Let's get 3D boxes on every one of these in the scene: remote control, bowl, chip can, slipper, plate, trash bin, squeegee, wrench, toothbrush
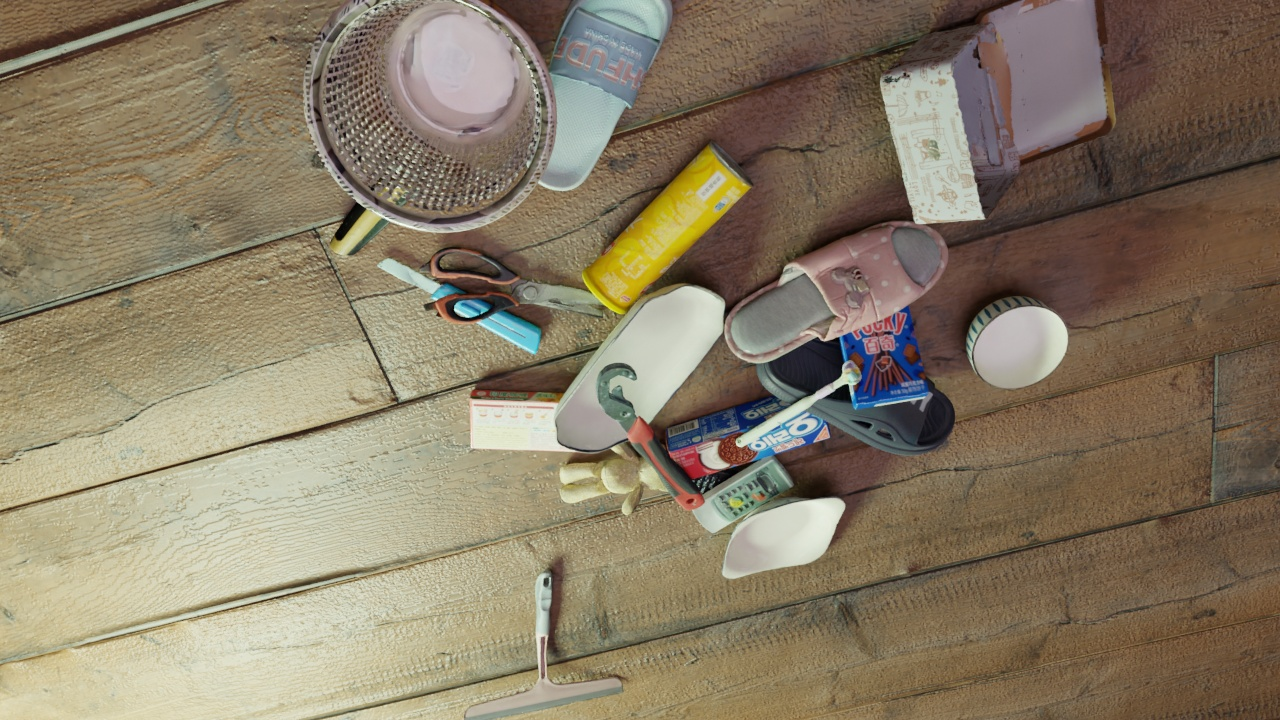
[{"bbox_3d":[0.113,0.169,1.246,0.136,0.024,0.053,14,115,-12],"label":"remote control"},{"bbox_3d":[0.454,-0.029,1.126,0.116,0.066,0.117,-1,120,-2],"label":"bowl"},{"bbox_3d":[0.028,-0.149,1.044,0.072,0.072,0.214,39,111,-20],"label":"chip can"},{"bbox_3d":[0.221,-0.081,1.068,0.275,0.114,0.054,-25,160,17],"label":"slipper"},{"bbox_3d":[0.135,0.179,1.227,0.135,0.019,0.056,-33,116,12],"label":"remote control"},{"bbox_3d":[-0.007,0.007,1.114,0.161,0.034,0.266,15,120,-48],"label":"plate"},{"bbox_3d":[-0.192,-0.265,0.904,0.227,0.191,0.228,-1,119,-1],"label":"trash bin"},{"bbox_3d":[0.274,0.033,1.120,0.268,0.110,0.083,21,154,-8],"label":"slipper"},{"bbox_3d":[0.190,0.233,1.255,0.164,0.034,0.164,-8,137,-15],"label":"plate"},{"bbox_3d":[-0.143,0.409,1.360,0.247,0.040,0.250,-5,114,-17],"label":"squeegee"},{"bbox_3d":[0.015,0.103,1.130,0.056,0.016,0.273,-23,128,10],"label":"wrench"},{"bbox_3d":[-0.054,-0.287,0.966,0.104,0.074,0.246,22,117,-12],"label":"slipper"},{"bbox_3d":[0.184,0.058,1.100,0.020,0.029,0.190,11,142,-44],"label":"toothbrush"}]

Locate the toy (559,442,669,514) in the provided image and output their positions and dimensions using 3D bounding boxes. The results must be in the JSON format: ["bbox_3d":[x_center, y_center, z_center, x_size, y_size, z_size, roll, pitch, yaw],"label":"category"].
[{"bbox_3d":[-0.033,0.154,1.218,0.157,0.066,0.105,-10,77,8],"label":"toy"}]

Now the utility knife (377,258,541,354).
[{"bbox_3d":[-0.216,-0.069,1.111,0.216,0.018,0.034,27,115,-14],"label":"utility knife"}]

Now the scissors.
[{"bbox_3d":[-0.152,-0.071,1.102,0.196,0.015,0.205,-40,106,0],"label":"scissors"}]

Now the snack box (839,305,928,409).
[{"bbox_3d":[0.281,-0.026,1.088,0.084,0.026,0.157,-9,74,3],"label":"snack box"}]

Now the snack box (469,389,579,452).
[{"bbox_3d":[-0.141,0.079,1.187,0.156,0.027,0.077,3,119,-3],"label":"snack box"}]

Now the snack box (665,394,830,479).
[{"bbox_3d":[0.139,0.092,1.187,0.207,0.057,0.058,-18,120,7],"label":"snack box"}]

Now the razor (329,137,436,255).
[{"bbox_3d":[-0.294,-0.181,1.029,0.168,0.062,0.067,-42,144,24],"label":"razor"}]

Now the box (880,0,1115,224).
[{"bbox_3d":[0.379,-0.275,0.977,0.273,0.125,0.179,-31,118,-16],"label":"box"}]
